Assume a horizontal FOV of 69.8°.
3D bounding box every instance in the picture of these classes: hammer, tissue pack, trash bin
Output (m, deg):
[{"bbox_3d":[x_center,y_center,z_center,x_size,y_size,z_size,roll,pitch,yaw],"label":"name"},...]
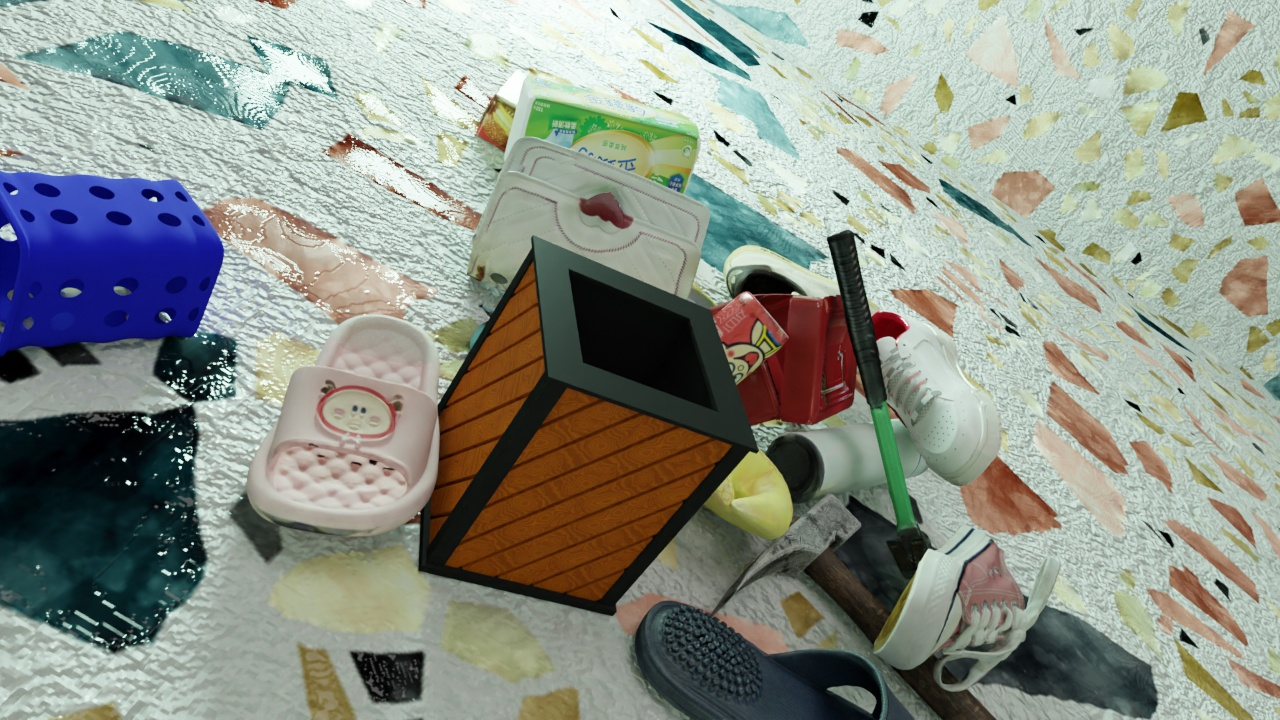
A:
[{"bbox_3d":[0.215,0.039,0.830,0.130,0.032,0.318,-7,84,-72],"label":"hammer"},{"bbox_3d":[0.202,0.251,0.709,0.300,0.037,0.217,46,31,16],"label":"hammer"},{"bbox_3d":[-0.047,-0.244,1.013,0.197,0.120,0.141,15,29,-22],"label":"tissue pack"},{"bbox_3d":[-0.044,0.047,0.604,0.139,0.172,0.139,21,33,-25],"label":"trash bin"}]

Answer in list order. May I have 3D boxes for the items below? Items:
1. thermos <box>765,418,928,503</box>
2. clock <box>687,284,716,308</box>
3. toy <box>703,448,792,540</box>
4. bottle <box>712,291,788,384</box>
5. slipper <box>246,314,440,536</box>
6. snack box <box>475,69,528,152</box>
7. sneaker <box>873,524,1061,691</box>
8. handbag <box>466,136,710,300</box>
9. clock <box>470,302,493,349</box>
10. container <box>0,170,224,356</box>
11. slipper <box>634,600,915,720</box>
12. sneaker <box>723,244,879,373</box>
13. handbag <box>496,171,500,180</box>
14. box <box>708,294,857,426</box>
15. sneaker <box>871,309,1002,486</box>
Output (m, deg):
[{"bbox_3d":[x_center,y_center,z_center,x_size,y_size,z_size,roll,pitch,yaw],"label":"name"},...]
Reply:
[{"bbox_3d":[0.213,0.096,0.913,0.229,0.068,0.068,-1,46,-48],"label":"thermos"},{"bbox_3d":[0.035,-0.045,0.935,0.083,0.057,0.119,-7,57,-48],"label":"clock"},{"bbox_3d":[0.054,0.080,0.750,0.170,0.064,0.154,41,6,11],"label":"toy"},{"bbox_3d":[0.061,0.003,0.814,0.062,0.137,0.062,47,7,-7],"label":"bottle"},{"bbox_3d":[-0.177,0.033,0.592,0.106,0.056,0.221,15,31,-12],"label":"slipper"},{"bbox_3d":[-0.074,-0.256,1.121,0.236,0.060,0.113,30,31,-11],"label":"snack box"},{"bbox_3d":[0.253,0.191,0.706,0.088,0.118,0.240,32,19,26],"label":"sneaker"},{"bbox_3d":[-0.047,-0.106,0.845,0.198,0.096,0.141,20,64,-7],"label":"handbag"},{"bbox_3d":[-0.085,0.002,0.748,0.089,0.053,0.124,-4,51,-48],"label":"clock"},{"bbox_3d":[-0.329,-0.062,0.551,0.085,0.085,0.113,48,30,22],"label":"container"},{"bbox_3d":[0.122,0.230,0.611,0.263,0.083,0.101,34,27,-3],"label":"slipper"},{"bbox_3d":[0.205,-0.052,1.090,0.241,0.089,0.102,30,21,-2],"label":"sneaker"},{"bbox_3d":[-0.069,-0.158,1.011,0.198,0.062,0.175,30,29,7],"label":"handbag"},{"bbox_3d":[0.142,-0.002,0.913,0.127,0.137,0.157,2,4,27],"label":"box"},{"bbox_3d":[0.271,0.026,0.918,0.104,0.091,0.236,24,32,-15],"label":"sneaker"}]
